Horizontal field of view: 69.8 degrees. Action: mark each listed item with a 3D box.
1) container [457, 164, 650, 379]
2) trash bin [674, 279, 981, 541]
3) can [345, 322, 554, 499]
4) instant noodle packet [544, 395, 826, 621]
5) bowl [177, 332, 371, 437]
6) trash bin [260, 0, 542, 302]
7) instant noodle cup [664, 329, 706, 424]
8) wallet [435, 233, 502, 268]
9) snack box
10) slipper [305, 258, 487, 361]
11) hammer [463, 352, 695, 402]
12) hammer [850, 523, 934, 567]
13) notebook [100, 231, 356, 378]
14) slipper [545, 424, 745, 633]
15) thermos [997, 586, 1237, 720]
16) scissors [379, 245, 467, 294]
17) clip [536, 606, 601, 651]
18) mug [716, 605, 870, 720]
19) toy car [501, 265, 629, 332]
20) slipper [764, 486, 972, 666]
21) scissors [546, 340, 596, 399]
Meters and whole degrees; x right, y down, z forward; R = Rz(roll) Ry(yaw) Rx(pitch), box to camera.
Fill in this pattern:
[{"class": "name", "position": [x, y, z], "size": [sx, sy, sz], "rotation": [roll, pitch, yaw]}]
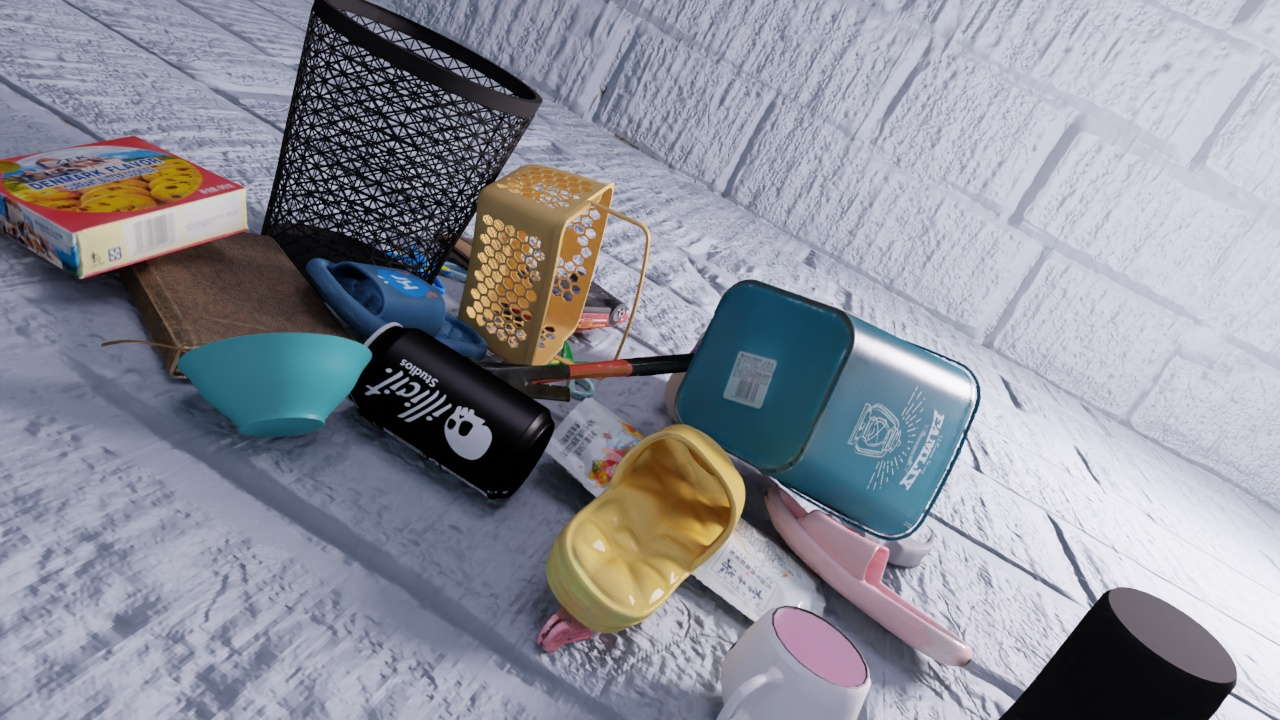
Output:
[{"class": "container", "position": [-0.077, -0.083, 0.905], "size": [0.167, 0.184, 0.128], "rotation": [26, 35, 12]}, {"class": "trash bin", "position": [0.169, 0.040, 0.870], "size": [0.199, 0.196, 0.218], "rotation": [26, 1, 43]}, {"class": "can", "position": [-0.144, 0.038, 0.696], "size": [0.146, 0.080, 0.080], "rotation": [31, 19, 7]}, {"class": "instant noodle packet", "position": [0.045, 0.131, 0.775], "size": [0.269, 0.057, 0.146], "rotation": [36, 21, 5]}, {"class": "bowl", "position": [-0.240, 0.022, 0.612], "size": [0.121, 0.121, 0.046], "rotation": [7, 68, -47]}, {"class": "trash bin", "position": [-0.245, -0.188, 0.881], "size": [0.217, 0.244, 0.216], "rotation": [26, 19, -10]}, {"class": "instant noodle cup", "position": [0.095, 0.031, 1.030], "size": [0.137, 0.122, 0.121], "rotation": [42, 31, 10]}, {"class": "wallet", "position": [-0.181, -0.115, 1.116], "size": [0.121, 0.027, 0.098], "rotation": [37, 15, 25]}, {"class": "snack box", "position": [-0.410, -0.124, 0.709], "size": [0.145, 0.040, 0.142], "rotation": [25, 34, 22]}, {"class": "slipper", "position": [-0.210, -0.049, 0.818], "size": [0.104, 0.059, 0.213], "rotation": [39, 7, 28]}, {"class": "hammer", "position": [-0.005, 0.005, 0.868], "size": [0.332, 0.033, 0.133], "rotation": [-5, 7, -39]}, {"class": "hammer", "position": [0.233, 0.133, 1.073], "size": [0.125, 0.030, 0.310], "rotation": [19, 20, -25]}, {"class": "notebook", "position": [-0.339, -0.050, 0.716], "size": [0.189, 0.034, 0.215], "rotation": [6, 29, -48]}, {"class": "slipper", "position": [0.025, 0.104, 0.672], "size": [0.099, 0.079, 0.262], "rotation": [47, 29, 6]}, {"class": "thermos", "position": [0.244, 0.237, 0.532], "size": [0.106, 0.219, 0.105], "rotation": [18, 25, -9]}, {"class": "scissors", "position": [-0.238, -0.105, 1.041], "size": [0.129, 0.013, 0.125], "rotation": [17, 21, -43]}, {"class": "clip", "position": [-0.048, 0.167, 0.592], "size": [0.058, 0.023, 0.050], "rotation": [15, 18, -39]}, {"class": "mug", "position": [0.086, 0.211, 0.580], "size": [0.123, 0.076, 0.090], "rotation": [5, 30, -50]}, {"class": "toy car", "position": [-0.088, -0.069, 1.092], "size": [0.081, 0.056, 0.189], "rotation": [39, 23, 24]}, {"class": "slipper", "position": [0.201, 0.187, 0.818], "size": [0.221, 0.056, 0.106], "rotation": [40, 4, 24]}, {"class": "scissors", "position": [-0.072, 0.010, 0.981], "size": [0.117, 0.012, 0.129], "rotation": [40, 23, 28]}]
